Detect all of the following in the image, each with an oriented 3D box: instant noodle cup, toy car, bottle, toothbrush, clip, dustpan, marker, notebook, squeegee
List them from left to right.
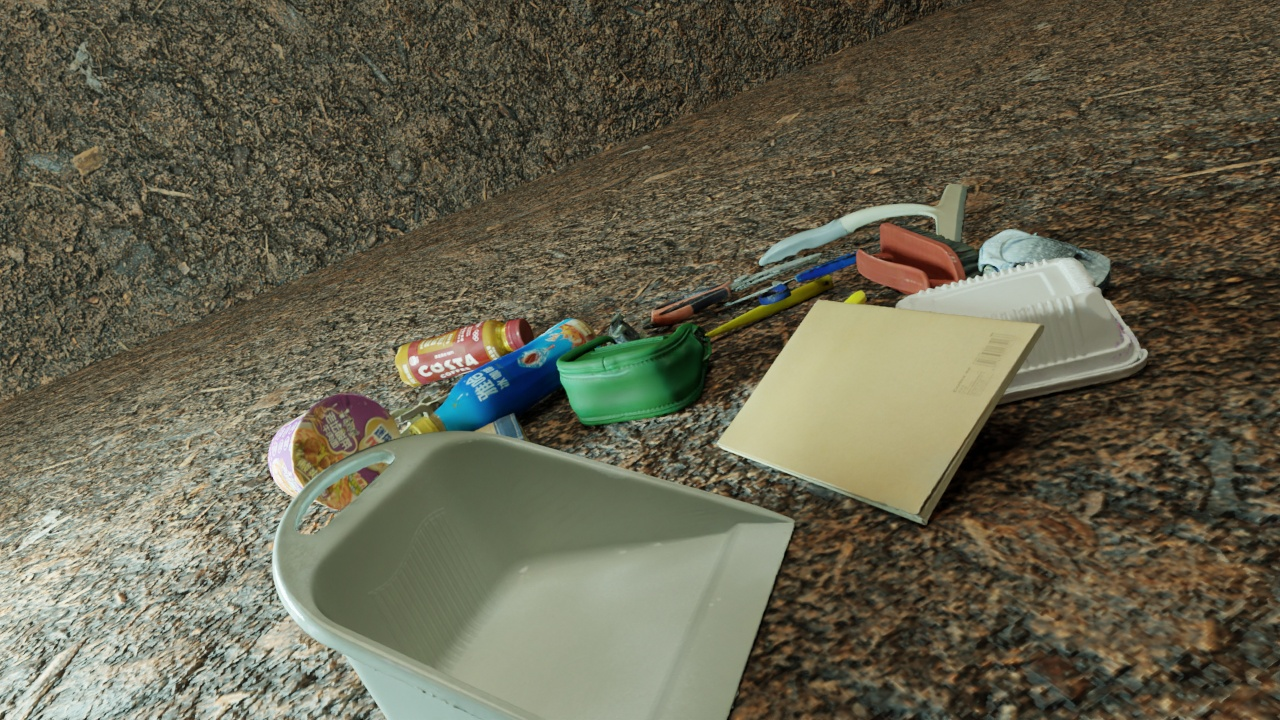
[{"bbox_3d":[-0.306,0.092,0.899,0.099,0.111,0.111,-10,21,46],"label":"instant noodle cup"},{"bbox_3d":[-0.244,0.060,1.023,0.076,0.035,0.100,-12,16,26],"label":"clip"},{"bbox_3d":[-0.220,-0.013,1.154,0.175,0.057,0.057,-15,20,17],"label":"bottle"},{"bbox_3d":[-0.135,0.028,0.937,0.218,0.065,0.065,-32,22,-34],"label":"bottle"},{"bbox_3d":[-0.073,0.114,0.539,0.258,0.143,0.222,-12,21,27],"label":"dustpan"},{"bbox_3d":[-0.016,-0.022,0.996,0.034,0.043,0.090,-47,15,7],"label":"toy car"},{"bbox_3d":[0.117,-0.048,0.965,0.190,0.016,0.016,-24,13,-9],"label":"toothbrush"},{"bbox_3d":[0.178,-0.031,0.862,0.018,0.015,0.123,0,31,47],"label":"marker"},{"bbox_3d":[0.252,-0.156,1.084,0.247,0.039,0.245,-11,21,26],"label":"squeegee"},{"bbox_3d":[0.156,0.022,0.645,0.149,0.012,0.212,-54,28,-12],"label":"notebook"},{"bbox_3d":[0.266,-0.024,0.684,0.174,0.060,0.137,-13,20,18],"label":"instant noodle cup"},{"bbox_3d":[0.333,-0.082,0.761,0.106,0.031,0.048,24,59,34],"label":"toy car"}]

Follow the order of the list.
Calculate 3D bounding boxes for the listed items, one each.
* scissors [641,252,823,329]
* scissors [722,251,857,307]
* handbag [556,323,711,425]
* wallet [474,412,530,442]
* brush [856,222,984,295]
[{"bbox_3d":[0.099,-0.076,1.020,0.176,0.015,0.211,-32,14,-28],"label":"scissors"},{"bbox_3d":[0.156,-0.081,0.977,0.176,0.012,0.162,-20,8,27],"label":"scissors"},{"bbox_3d":[-0.005,0.005,0.869,0.131,0.068,0.120,-12,20,24],"label":"handbag"},{"bbox_3d":[-0.159,0.091,0.852,0.115,0.033,0.090,-25,17,-9],"label":"wallet"},{"bbox_3d":[0.257,-0.085,0.853,0.069,0.063,0.146,-12,20,-9],"label":"brush"}]
